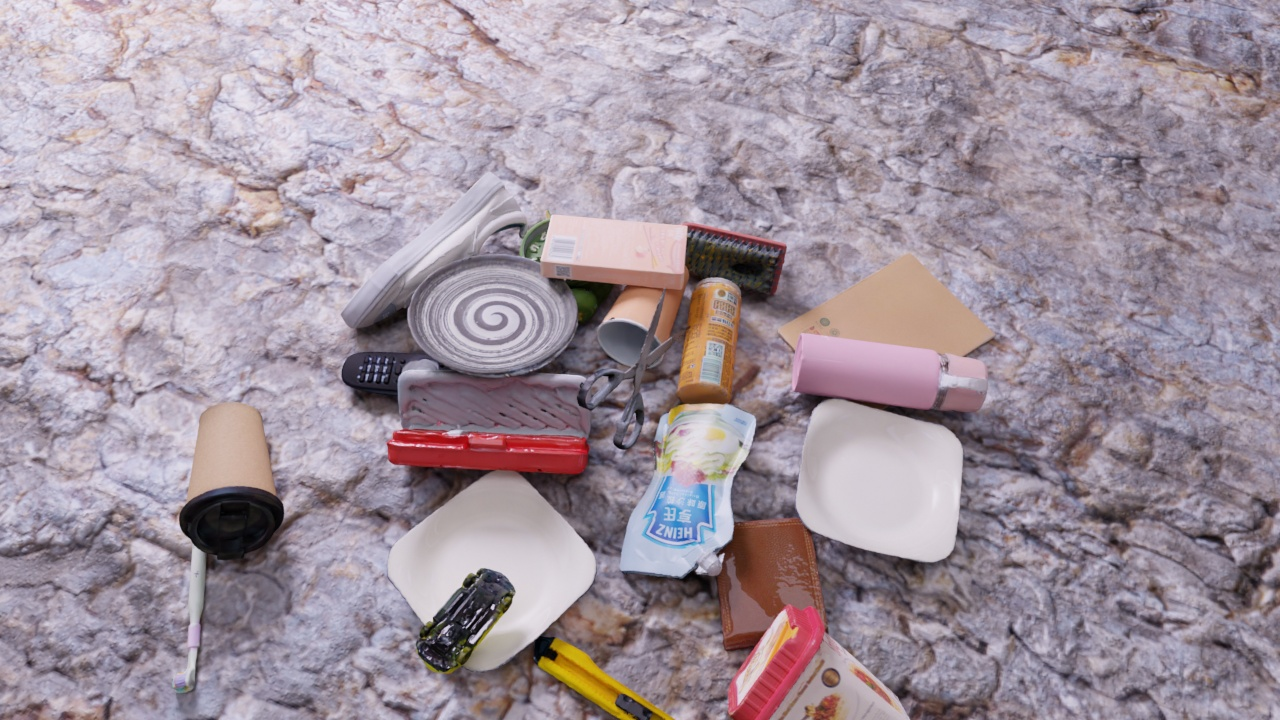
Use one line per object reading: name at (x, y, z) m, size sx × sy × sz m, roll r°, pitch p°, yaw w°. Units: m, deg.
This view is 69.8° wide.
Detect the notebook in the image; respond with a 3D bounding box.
notebook at (0.283, -0.031, 1.058) m, size 0.207 × 0.008 × 0.148 m, roll -30°, pitch 64°, yaw -18°

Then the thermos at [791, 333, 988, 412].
thermos at (0.265, 0.015, 0.975) m, size 0.198 × 0.087 × 0.067 m, roll 9°, pitch 90°, yaw 5°

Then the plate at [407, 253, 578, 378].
plate at (-0.155, -0.045, 0.977) m, size 0.179 × 0.024 × 0.179 m, roll 3°, pitch 48°, yaw -3°

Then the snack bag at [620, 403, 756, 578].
snack bag at (0.049, 0.130, 0.924) m, size 0.110 × 0.039 × 0.190 m, roll 5°, pitch 55°, yaw 19°

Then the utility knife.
utility knife at (-0.005, 0.313, 0.830) m, size 0.223 × 0.015 × 0.033 m, roll 28°, pitch 64°, yaw 15°

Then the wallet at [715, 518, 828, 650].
wallet at (0.121, 0.213, 0.889) m, size 0.101 × 0.032 × 0.124 m, roll -5°, pitch 57°, yaw -1°

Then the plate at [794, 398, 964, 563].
plate at (0.242, 0.125, 0.940) m, size 0.164 × 0.034 × 0.163 m, roll 15°, pitch 57°, yaw 5°

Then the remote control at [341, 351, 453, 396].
remote control at (-0.257, 0.017, 1.005) m, size 0.136 × 0.024 × 0.053 m, roll 4°, pitch 56°, yaw 0°

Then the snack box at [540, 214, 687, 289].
snack box at (-0.028, -0.122, 1.021) m, size 0.157 × 0.026 × 0.084 m, roll 6°, pitch 47°, yaw 1°

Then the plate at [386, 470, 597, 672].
plate at (-0.141, 0.202, 0.885) m, size 0.163 × 0.034 × 0.164 m, roll -37°, pitch 66°, yaw -21°

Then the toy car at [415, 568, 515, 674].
toy car at (-0.156, 0.235, 0.827) m, size 0.048 × 0.032 × 0.105 m, roll 28°, pitch 51°, yaw 16°

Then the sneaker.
sneaker at (-0.230, -0.106, 1.056) m, size 0.242 × 0.089 × 0.091 m, roll -44°, pitch 100°, yaw -12°

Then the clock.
clock at (-0.093, -0.100, 1.064) m, size 0.116 × 0.056 × 0.160 m, roll 15°, pitch 59°, yaw 9°

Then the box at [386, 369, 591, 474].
box at (-0.151, 0.056, 0.937) m, size 0.201 × 0.095 × 0.100 m, roll 2°, pitch 93°, yaw -1°

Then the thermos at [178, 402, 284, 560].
thermos at (-0.405, 0.115, 0.908) m, size 0.093 × 0.093 × 0.143 m, roll -14°, pitch 51°, yaw -10°

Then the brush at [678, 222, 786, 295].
brush at (0.097, -0.126, 1.087) m, size 0.146 × 0.063 × 0.069 m, roll 15°, pitch 28°, yaw 10°

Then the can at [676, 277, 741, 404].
can at (0.078, -0.018, 1.015) m, size 0.058 × 0.058 × 0.145 m, roll 8°, pitch 58°, yaw 4°

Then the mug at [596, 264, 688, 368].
mug at (0.008, -0.061, 1.035) m, size 0.078 × 0.078 × 0.122 m, roll 17°, pitch 54°, yaw 9°

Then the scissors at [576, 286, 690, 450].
scissors at (-0.005, 0.010, 0.952) m, size 0.014 × 0.181 × 0.159 m, roll 17°, pitch 12°, yaw 37°

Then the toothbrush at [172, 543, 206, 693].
toothbrush at (-0.427, 0.219, 0.878) m, size 0.020 × 0.029 × 0.189 m, roll 21°, pitch 46°, yaw -40°

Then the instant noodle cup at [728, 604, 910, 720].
instant noodle cup at (0.153, 0.291, 0.786) m, size 0.124 × 0.116 × 0.116 m, roll 35°, pitch 91°, yaw 5°
